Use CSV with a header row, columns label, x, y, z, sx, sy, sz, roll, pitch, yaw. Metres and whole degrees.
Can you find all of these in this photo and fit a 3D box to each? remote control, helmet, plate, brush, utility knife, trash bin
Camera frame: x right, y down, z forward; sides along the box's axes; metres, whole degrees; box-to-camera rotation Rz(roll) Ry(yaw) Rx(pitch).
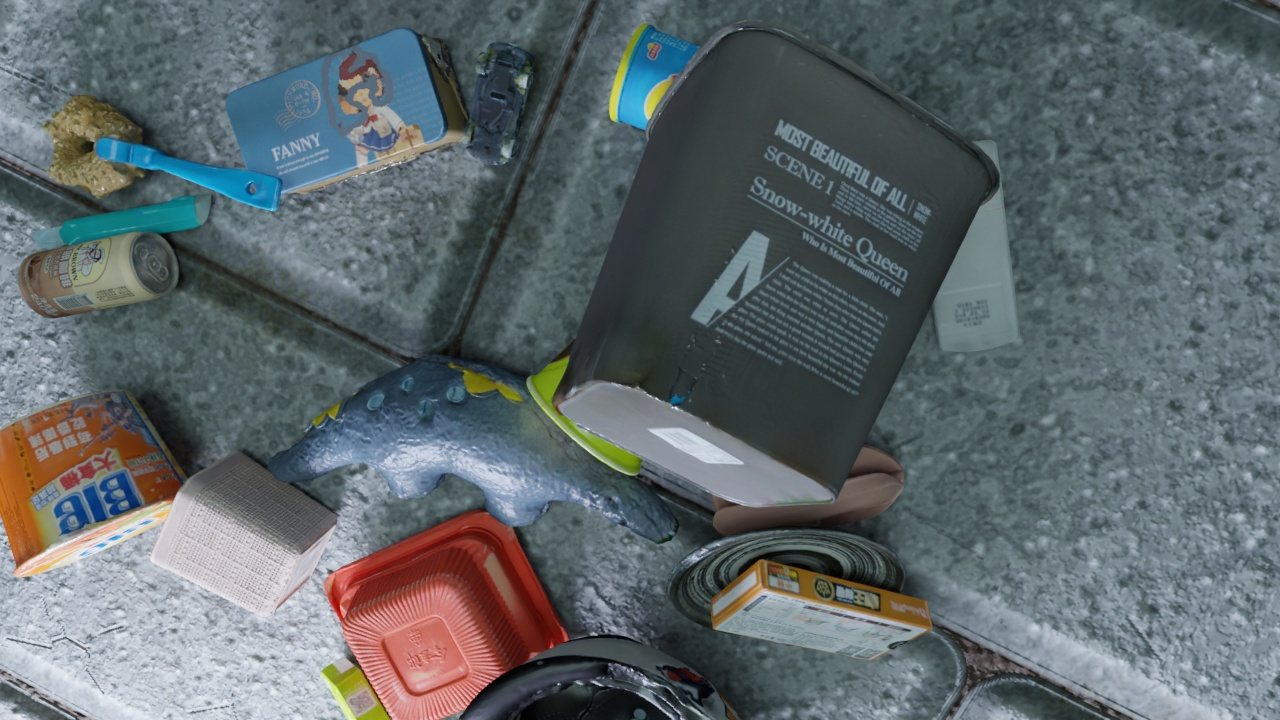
label,x,y,z,sx,sy,sz,roll,pitch,yaw
remote control,0.236,-0.081,0.666,0.058,0.021,0.150,-8,100,12
helmet,-0.007,0.328,0.732,0.274,0.156,0.230,44,102,2
plate,0.109,0.166,0.702,0.179,0.024,0.180,-1,141,-1
brush,0.128,0.102,0.700,0.146,0.073,0.063,-13,97,14
brush,-0.383,-0.156,0.730,0.255,0.045,0.083,16,98,24
utility knife,-0.448,-0.118,0.792,0.182,0.013,0.029,-7,97,11
trash bin,0.068,-0.042,0.561,0.199,0.199,0.219,28,72,-11

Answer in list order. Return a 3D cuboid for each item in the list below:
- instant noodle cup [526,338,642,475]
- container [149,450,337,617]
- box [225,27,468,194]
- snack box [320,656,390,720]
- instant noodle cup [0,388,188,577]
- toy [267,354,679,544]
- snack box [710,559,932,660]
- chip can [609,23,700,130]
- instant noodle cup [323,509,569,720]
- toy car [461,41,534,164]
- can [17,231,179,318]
label,x,y,z,sx,sy,sz,roll,pitch,yaw
instant noodle cup,-0.004,0.004,0.693,0.111,0.111,0.123,41,97,0
container,-0.337,0.151,0.792,0.111,0.089,0.090,30,106,1
box,-0.230,-0.188,0.712,0.184,0.061,0.090,-17,98,12
snack box,-0.230,0.341,0.819,0.026,0.086,0.156,-31,98,-28
instant noodle cup,-0.472,0.099,0.781,0.151,0.151,0.111,-28,87,15
toy,-0.138,0.066,0.731,0.357,0.091,0.138,9,104,14
snack box,0.136,0.192,0.694,0.153,0.026,0.075,18,137,-20
chip can,0.087,-0.168,0.650,0.210,0.071,0.071,22,105,5
instant noodle cup,-0.169,0.231,0.782,0.189,0.079,0.164,-25,100,11
toy car,-0.107,-0.195,0.700,0.043,0.034,0.091,17,107,4
can,-0.461,-0.073,0.781,0.116,0.058,0.058,-9,100,12
